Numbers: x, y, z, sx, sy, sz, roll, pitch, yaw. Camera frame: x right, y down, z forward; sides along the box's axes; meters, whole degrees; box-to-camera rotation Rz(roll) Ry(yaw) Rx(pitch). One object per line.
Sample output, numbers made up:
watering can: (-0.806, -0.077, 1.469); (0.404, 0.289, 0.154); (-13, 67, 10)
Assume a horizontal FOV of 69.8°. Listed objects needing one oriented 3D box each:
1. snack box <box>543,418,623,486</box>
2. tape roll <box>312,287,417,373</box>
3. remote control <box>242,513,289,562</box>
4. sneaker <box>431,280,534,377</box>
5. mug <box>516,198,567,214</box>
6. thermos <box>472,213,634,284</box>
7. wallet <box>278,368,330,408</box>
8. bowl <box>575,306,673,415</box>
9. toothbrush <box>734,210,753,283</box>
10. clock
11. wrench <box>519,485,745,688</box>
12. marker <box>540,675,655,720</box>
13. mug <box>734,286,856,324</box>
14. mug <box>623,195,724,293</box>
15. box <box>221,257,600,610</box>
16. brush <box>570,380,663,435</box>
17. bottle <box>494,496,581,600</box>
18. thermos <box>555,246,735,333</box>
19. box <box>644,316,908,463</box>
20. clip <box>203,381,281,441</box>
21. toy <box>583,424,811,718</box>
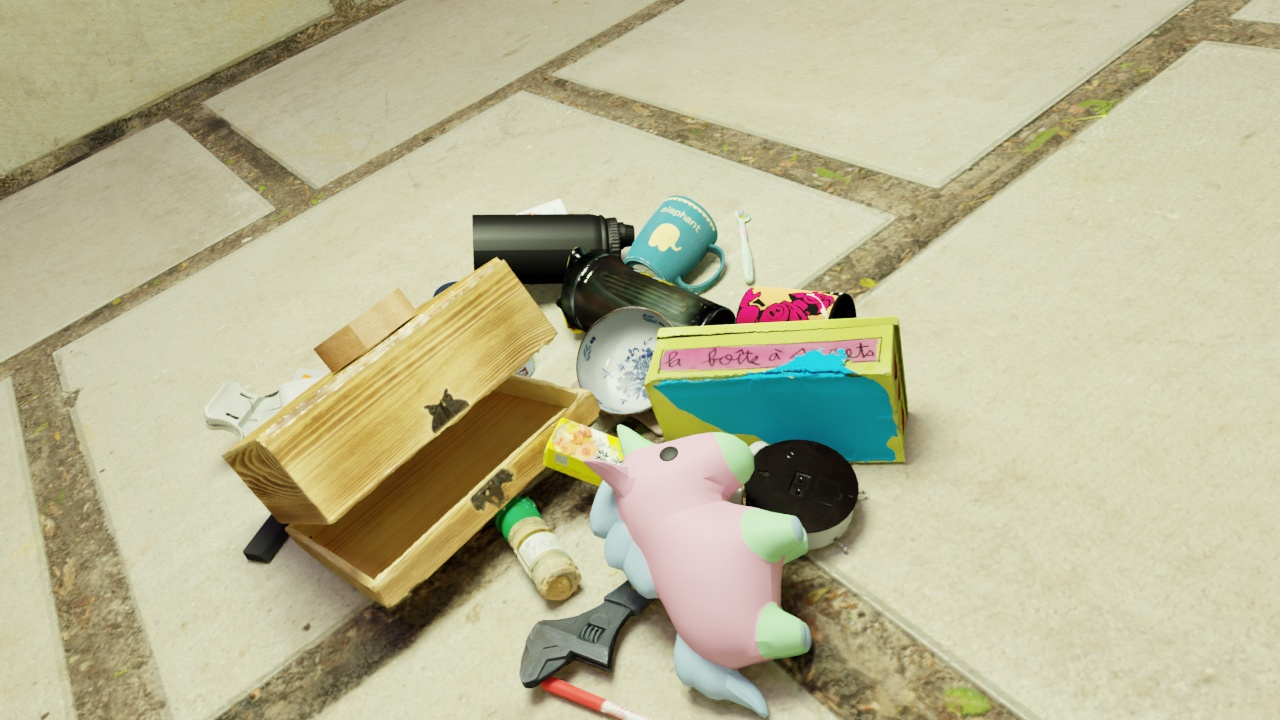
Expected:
snack box: (-0.013, 0.099, 0.834); (0.148, 0.029, 0.040); (20, 45, 5)
tape roll: (-0.249, -0.028, 0.832); (0.094, 0.027, 0.094); (-34, 12, 8)
remote control: (-0.375, 0.158, 0.989); (0.032, 0.015, 0.136); (1, 42, 25)
sneaker: (-0.202, -0.065, 1.116); (0.083, 0.098, 0.241); (-31, 39, -14)
mug: (-0.141, -0.159, 1.218); (0.105, 0.082, 0.082); (-21, 37, -3)
thermos: (-0.107, -0.138, 1.140); (0.198, 0.086, 0.086); (-2, 37, -9)
wallet: (-0.345, 0.047, 1.042); (0.118, 0.038, 0.115); (-9, 55, -23)
bowl: (-0.006, 0.005, 0.946); (0.114, 0.045, 0.114); (-5, 74, 17)
toothbrush: (0.129, -0.141, 1.126); (0.022, 0.015, 0.154); (15, 38, -10)
clock: (0.125, 0.112, 0.782); (0.123, 0.035, 0.094); (15, 50, 20)
wrench: (0.011, 0.183, 0.772); (0.272, 0.022, 0.073); (-36, 44, -23)
marker: (-0.017, 0.267, 0.695); (0.142, 0.013, 0.012); (9, 46, 32)
mug: (0.152, -0.014, 0.918); (0.098, 0.082, 0.118); (8, 73, 32)
mug: (0.045, -0.126, 1.104); (0.112, 0.085, 0.104); (32, 64, 13)
box: (-0.230, 0.070, 0.908); (0.278, 0.192, 0.252); (-44, 17, -29)
brush: (-0.016, 0.048, 0.965); (0.049, 0.015, 0.136); (-37, 46, -27)
bottle: (-0.093, 0.168, 0.827); (0.043, 0.043, 0.111); (-31, 39, -14)
thermos: (-0.001, -0.055, 1.025); (0.221, 0.098, 0.098); (24, 55, 36)
box: (0.127, 0.031, 0.832); (0.221, 0.124, 0.079); (-6, 42, 21)
clip: (-0.425, 0.083, 1.064); (0.152, 0.101, 0.126); (8, 43, 11)
toy: (0.042, 0.155, 0.708); (0.171, 0.120, 0.221); (-3, 71, 15)
